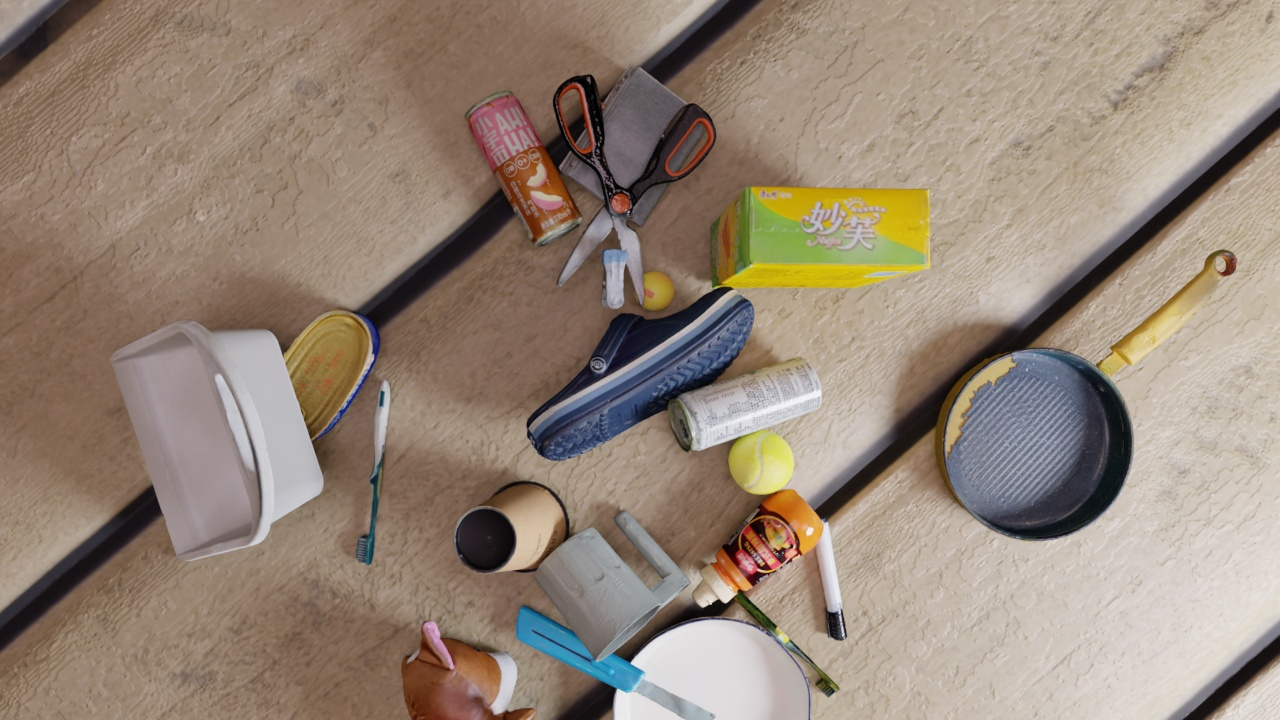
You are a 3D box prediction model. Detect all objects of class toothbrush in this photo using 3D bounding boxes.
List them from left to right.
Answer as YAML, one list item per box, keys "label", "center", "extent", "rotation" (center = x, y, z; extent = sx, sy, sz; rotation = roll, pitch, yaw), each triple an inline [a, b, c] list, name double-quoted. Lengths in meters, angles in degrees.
- label: "toothbrush"
  center: [-0.272, 0.114, 0.935]
  extent: [0.018, 0.016, 0.191]
  rotation: [6, 92, 8]
- label: "toothbrush"
  center: [0.138, 0.284, 0.957]
  extent: [0.186, 0.012, 0.017]
  rotation: [44, 100, -3]

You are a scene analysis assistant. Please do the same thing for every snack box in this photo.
- label: "snack box"
  center: [0.155, -0.108, 0.847]
  extent: [0.157, 0.210, 0.070]
  rotation: [0, 90, -3]

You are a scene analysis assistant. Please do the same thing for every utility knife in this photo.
- label: "utility knife"
  center: [-0.029, 0.306, 0.911]
  extent: [0.223, 0.018, 0.034]
  rotation: [22, 82, 18]

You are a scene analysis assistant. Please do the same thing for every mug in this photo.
- label: "mug"
  center: [-0.028, 0.218, 0.909]
  extent: [0.123, 0.084, 0.103]
  rotation: [-34, 70, -27]

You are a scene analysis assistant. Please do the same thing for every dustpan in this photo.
- label: "dustpan"
  center: [-0.405, 0.073, 0.828]
  extent: [0.258, 0.142, 0.222]
  rotation: [-17, 92, 17]

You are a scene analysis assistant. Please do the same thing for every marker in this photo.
- label: "marker"
  center: [0.195, 0.227, 0.955]
  extent: [0.023, 0.018, 0.130]
  rotation: [-11, 92, 7]

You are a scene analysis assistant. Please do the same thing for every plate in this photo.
- label: "plate"
  center: [0.073, 0.360, 0.941]
  extent: [0.205, 0.045, 0.205]
  rotation: [0, 91, -3]

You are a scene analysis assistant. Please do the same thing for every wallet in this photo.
- label: "wallet"
  center: [-0.007, -0.217, 0.925]
  extent: [0.106, 0.037, 0.129]
  rotation: [34, 90, -14]

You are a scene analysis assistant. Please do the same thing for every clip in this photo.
- label: "clip"
  center: [-0.026, -0.078, 0.880]
  extent: [0.025, 0.036, 0.058]
  rotation: [2, 98, -19]

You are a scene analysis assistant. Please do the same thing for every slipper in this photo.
- label: "slipper"
  center: [-0.005, 0.005, 0.906]
  extent: [0.252, 0.105, 0.095]
  rotation: [-33, 70, -4]

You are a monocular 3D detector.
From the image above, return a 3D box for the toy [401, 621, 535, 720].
- label: "toy"
  center: [-0.153, 0.344, 0.898]
  extent: [0.199, 0.130, 0.140]
  rotation: [38, 128, 8]

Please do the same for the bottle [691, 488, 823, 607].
- label: "bottle"
  center: [0.113, 0.195, 0.925]
  extent: [0.149, 0.067, 0.067]
  rotation: [-40, 93, -2]

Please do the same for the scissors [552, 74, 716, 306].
- label: "scissors"
  center: [-0.019, -0.175, 0.893]
  extent: [0.220, 0.022, 0.232]
  rotation: [-35, 100, -8]

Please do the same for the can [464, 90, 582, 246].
- label: "can"
  center: [-0.115, -0.189, 0.910]
  extent: [0.058, 0.058, 0.147]
  rotation: [-29, 93, -1]

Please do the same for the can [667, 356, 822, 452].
- label: "can"
  center: [0.104, 0.043, 0.909]
  extent: [0.146, 0.058, 0.058]
  rotation: [-17, 92, -16]

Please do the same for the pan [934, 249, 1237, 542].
- label: "pan"
  center: [0.457, 0.027, 0.928]
  extent: [0.197, 0.078, 0.357]
  rotation: [42, 90, -3]

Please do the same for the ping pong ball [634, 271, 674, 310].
- label: "ping pong ball"
  center: [0.014, -0.070, 0.927]
  extent: [0.040, 0.040, 0.040]
  rotation: [0, 92, -2]

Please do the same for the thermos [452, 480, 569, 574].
- label: "thermos"
  center: [-0.126, 0.165, 0.885]
  extent: [0.093, 0.143, 0.093]
  rotation: [-1, 86, 9]

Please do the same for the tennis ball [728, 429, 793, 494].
- label: "tennis ball"
  center: [0.121, 0.102, 0.924]
  extent: [0.065, 0.065, 0.065]
  rotation: [0, 92, -2]

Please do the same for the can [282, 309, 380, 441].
- label: "can"
  center: [-0.318, 0.017, 0.913]
  extent: [0.074, 0.049, 0.148]
  rotation: [32, 90, -2]
